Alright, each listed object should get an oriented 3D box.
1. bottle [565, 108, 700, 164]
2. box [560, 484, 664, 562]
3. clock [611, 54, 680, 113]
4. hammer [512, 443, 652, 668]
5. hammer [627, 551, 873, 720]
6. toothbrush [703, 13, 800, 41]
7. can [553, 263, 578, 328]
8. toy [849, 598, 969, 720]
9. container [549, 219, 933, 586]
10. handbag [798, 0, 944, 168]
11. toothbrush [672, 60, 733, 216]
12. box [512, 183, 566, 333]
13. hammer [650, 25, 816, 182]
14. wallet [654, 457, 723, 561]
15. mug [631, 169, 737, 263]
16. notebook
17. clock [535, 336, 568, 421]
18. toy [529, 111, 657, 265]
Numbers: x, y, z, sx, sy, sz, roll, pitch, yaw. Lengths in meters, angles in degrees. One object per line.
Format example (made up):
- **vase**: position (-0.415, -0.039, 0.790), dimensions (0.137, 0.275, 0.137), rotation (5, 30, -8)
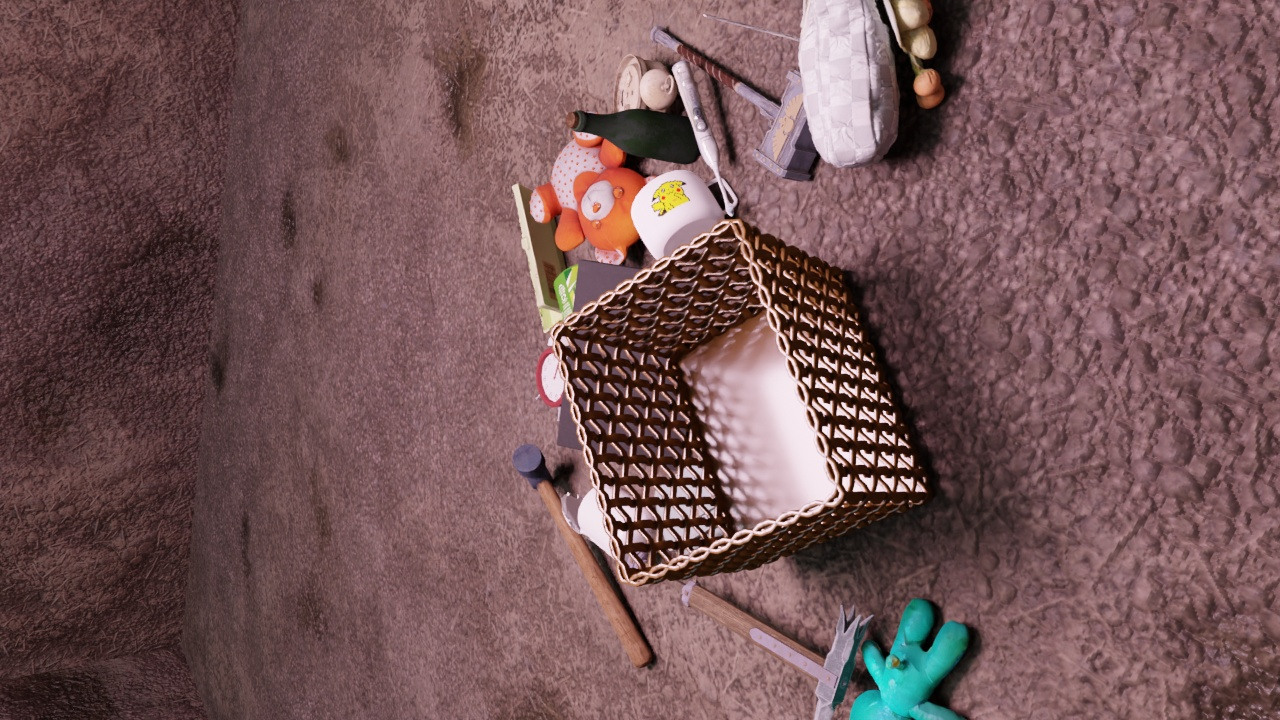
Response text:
- **bottle**: position (-0.009, -0.260, 1.039), dimensions (0.055, 0.173, 0.055), rotation (2, 92, 51)
- **box**: position (-0.043, 0.202, 1.167), dimensions (0.160, 0.081, 0.092), rotation (31, 99, 48)
- **clock**: position (0.012, -0.318, 1.096), dimensions (0.141, 0.054, 0.093), rotation (-166, 77, -66)
- **hammer**: position (-0.074, 0.262, 1.221), dimensions (0.321, 0.040, 0.129), rotation (56, 171, 24)
- **hammer**: position (0.090, 0.276, 0.986), dimensions (0.317, 0.028, 0.147), rotation (19, 93, 47)
- **toothbrush**: position (0.130, -0.301, 0.861), dimensions (0.010, 0.181, 0.010), rotation (55, 134, 42)
- **can**: position (-0.055, -0.047, 1.174), dimensions (0.083, 0.083, 0.144), rotation (-36, 64, 46)
- **toy**: position (0.236, 0.313, 0.841), dimensions (0.131, 0.072, 0.193), rotation (33, 108, 52)
- **container**: position (0.094, 0.049, 0.848), dimensions (0.220, 0.213, 0.251), rotation (-29, 68, 29)
- **handbag**: position (0.208, -0.263, 0.827), dimensions (0.123, 0.112, 0.171), rotation (-4, 101, 17)
- **toothbrush**: position (0.072, -0.245, 1.021), dimensions (0.024, 0.022, 0.185), rotation (92, 161, -81)
- **box**: position (-0.135, -0.144, 1.292), dimensions (0.133, 0.061, 0.188), rotation (83, 173, -73)
- **hammer**: position (0.095, -0.313, 1.020), dimensions (0.322, 0.044, 0.099), rotation (49, 127, 41)
- **wallet**: position (0.077, 0.163, 1.048), dimensions (0.132, 0.054, 0.100), rotation (-43, 61, 38)
- **mug**: position (0.052, -0.166, 1.040), dimensions (0.115, 0.094, 0.068), rotation (-29, 64, 2)
- **notebook**: position (-0.007, 0.006, 1.097), dimensions (0.169, 0.019, 0.231), rotation (11, 101, 15)
- **clock**: position (-0.104, 0.013, 1.267), dimensions (0.087, 0.044, 0.125), rotation (39, 122, 43)
- **toy**: position (-0.055, -0.208, 1.156), dimensions (0.172, 0.092, 0.164), rotation (46, 111, 27)
